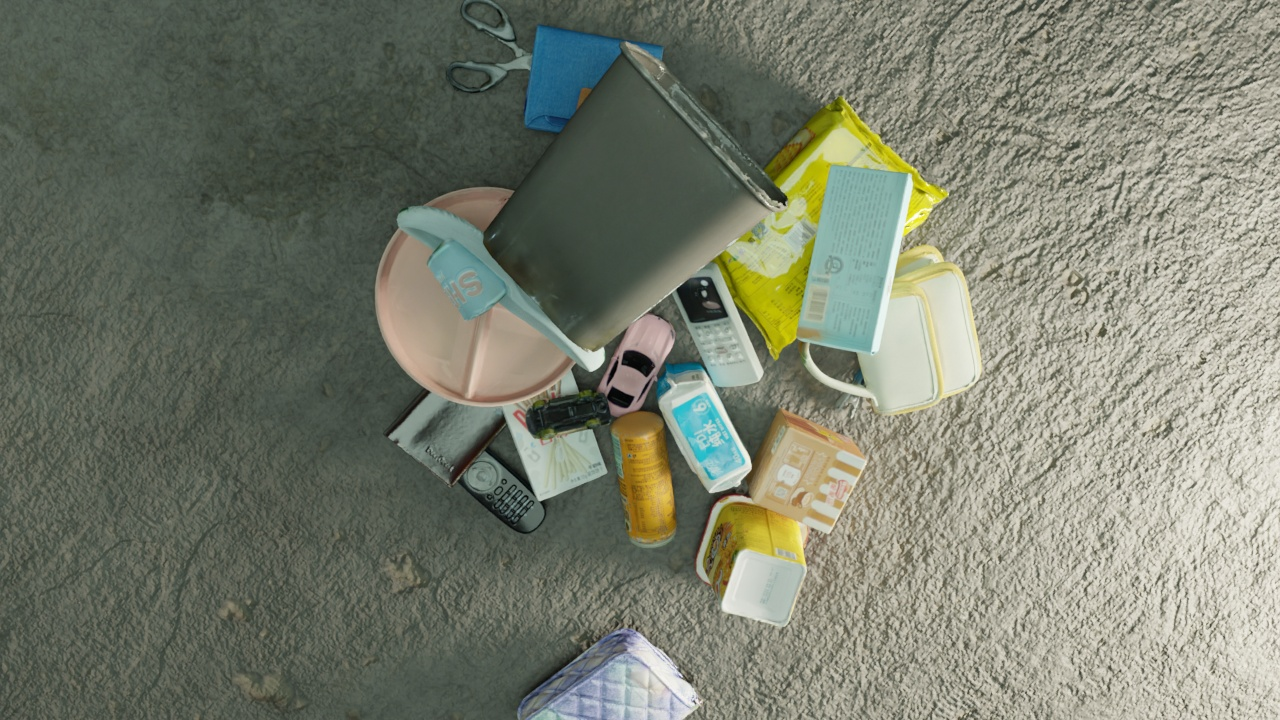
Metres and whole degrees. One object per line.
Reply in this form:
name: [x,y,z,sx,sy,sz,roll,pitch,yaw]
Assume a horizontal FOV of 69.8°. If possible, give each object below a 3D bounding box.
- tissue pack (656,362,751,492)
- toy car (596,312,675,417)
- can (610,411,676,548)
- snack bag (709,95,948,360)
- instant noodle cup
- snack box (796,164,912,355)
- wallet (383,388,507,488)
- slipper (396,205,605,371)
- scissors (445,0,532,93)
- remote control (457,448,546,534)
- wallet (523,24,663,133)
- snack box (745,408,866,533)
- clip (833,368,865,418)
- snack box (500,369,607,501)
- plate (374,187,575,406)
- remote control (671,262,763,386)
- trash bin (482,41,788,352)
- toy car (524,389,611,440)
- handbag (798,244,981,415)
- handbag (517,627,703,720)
tissue pack: [0.065,0.070,0.990,0.063,0.090,0.140,-28,102,6]
toy car: [-0.006,0.006,1.004,0.056,0.037,0.122,25,101,-7]
can: [0.005,0.131,1.007,0.058,0.058,0.146,-7,114,2]
snack bag: [0.176,-0.137,0.954,0.158,0.068,0.247,43,101,-8]
instant noodle cup: [0.127,0.223,1.007,0.116,0.123,0.116,16,102,-4]
snack box: [0.206,-0.096,0.880,0.074,0.051,0.175,13,96,20]
wallet: [-0.205,0.066,1.011,0.096,0.020,0.122,42,85,-10]
slipper: [-0.141,-0.061,0.905,0.245,0.104,0.074,39,82,-13]
scissors: [-0.119,-0.309,0.944,0.159,0.014,0.173,-29,102,6]
remote control: [-0.164,0.141,1.040,0.136,0.024,0.053,43,94,-5]
wallet: [-0.048,-0.278,0.934,0.133,0.040,0.106,8,98,-6]
snack box: [0.179,0.120,1.007,0.094,0.077,0.093,23,102,-4]
clip: [0.236,0.036,1.015,0.029,0.024,0.057,24,103,-9]
snack box: [-0.102,0.068,1.014,0.084,0.027,0.157,-21,103,-10]
plate: [-0.160,-0.066,0.966,0.229,0.028,0.229,0,90,-9]
remote control: [0.079,-0.035,0.971,0.058,0.021,0.150,-8,122,33]
trash bin: [-0.007,-0.141,0.855,0.198,0.198,0.220,46,108,0]
toy car: [-0.078,0.061,0.982,0.090,0.035,0.042,-11,64,-10]
handbag: [0.256,-0.015,0.951,0.178,0.063,0.163,-23,119,-2]
handbag: [-0.042,0.410,1.077,0.194,0.075,0.134,-38,104,10]
